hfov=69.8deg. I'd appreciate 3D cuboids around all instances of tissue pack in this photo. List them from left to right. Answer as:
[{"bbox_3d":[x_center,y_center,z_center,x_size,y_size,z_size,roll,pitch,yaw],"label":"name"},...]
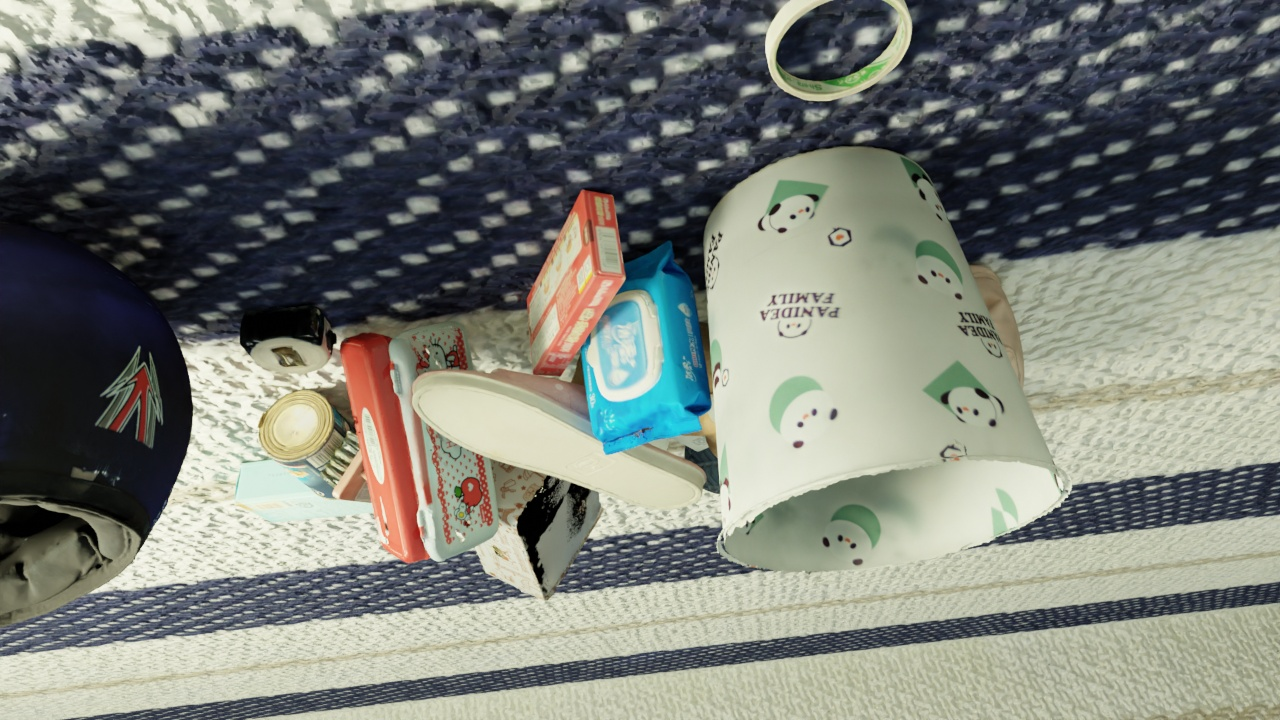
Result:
[{"bbox_3d":[-0.001,-0.011,0.715,0.095,0.157,0.052,-20,157,31],"label":"tissue pack"}]

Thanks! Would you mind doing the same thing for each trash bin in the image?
[{"bbox_3d":[0.152,0.001,0.665,0.229,0.251,0.230,-5,153,-3],"label":"trash bin"}]

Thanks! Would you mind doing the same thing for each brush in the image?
[{"bbox_3d":[-0.246,0.116,0.906,0.073,0.063,0.145,29,175,18],"label":"brush"}]

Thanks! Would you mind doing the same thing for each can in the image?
[{"bbox_3d":[-0.318,0.085,0.909,0.075,0.075,0.111,-8,152,3],"label":"can"}]

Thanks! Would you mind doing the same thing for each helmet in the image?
[{"bbox_3d":[-0.463,0.040,0.606,0.316,0.240,0.247,-23,151,7],"label":"helmet"}]

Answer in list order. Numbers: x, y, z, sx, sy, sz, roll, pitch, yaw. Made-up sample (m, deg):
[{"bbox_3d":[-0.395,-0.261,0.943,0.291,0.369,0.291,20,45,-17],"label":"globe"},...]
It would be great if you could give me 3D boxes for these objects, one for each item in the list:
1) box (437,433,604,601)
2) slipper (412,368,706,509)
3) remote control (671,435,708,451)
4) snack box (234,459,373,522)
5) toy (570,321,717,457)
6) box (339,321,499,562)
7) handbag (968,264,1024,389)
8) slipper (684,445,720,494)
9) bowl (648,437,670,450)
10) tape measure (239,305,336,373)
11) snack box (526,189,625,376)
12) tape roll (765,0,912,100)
[{"bbox_3d":[-0.150,0.117,0.955,0.185,0.154,0.183,19,144,20],"label":"box"},{"bbox_3d":[-0.060,0.060,0.776,0.274,0.054,0.114,25,143,-25],"label":"slipper"},{"bbox_3d":[0.039,0.063,0.955,0.049,0.024,0.125,-26,142,33],"label":"remote control"},{"bbox_3d":[-0.353,0.140,1.020,0.175,0.051,0.074,-7,153,12],"label":"snack box"},{"bbox_3d":[0.003,0.024,0.812,0.226,0.082,0.144,5,119,11],"label":"toy"},{"bbox_3d":[-0.185,0.069,0.804,0.101,0.201,0.095,-15,-168,-34],"label":"box"},{"bbox_3d":[0.244,0.002,0.889,0.235,0.093,0.193,-10,154,23],"label":"handbag"},{"bbox_3d":[0.173,0.090,1.018,0.253,0.105,0.095,-2,-161,23],"label":"slipper"},{"bbox_3d":[-0.023,0.094,1.001,0.116,0.066,0.117,-6,152,-3],"label":"bowl"},{"bbox_3d":[-0.292,-0.016,0.769,0.066,0.033,0.066,-6,152,2],"label":"tape measure"},{"bbox_3d":[-0.053,-0.054,0.704,0.025,0.075,0.153,4,150,-23],"label":"snack box"},{"bbox_3d":[0.118,-0.191,0.549,0.086,0.013,0.086,-5,153,-3],"label":"tape roll"}]
